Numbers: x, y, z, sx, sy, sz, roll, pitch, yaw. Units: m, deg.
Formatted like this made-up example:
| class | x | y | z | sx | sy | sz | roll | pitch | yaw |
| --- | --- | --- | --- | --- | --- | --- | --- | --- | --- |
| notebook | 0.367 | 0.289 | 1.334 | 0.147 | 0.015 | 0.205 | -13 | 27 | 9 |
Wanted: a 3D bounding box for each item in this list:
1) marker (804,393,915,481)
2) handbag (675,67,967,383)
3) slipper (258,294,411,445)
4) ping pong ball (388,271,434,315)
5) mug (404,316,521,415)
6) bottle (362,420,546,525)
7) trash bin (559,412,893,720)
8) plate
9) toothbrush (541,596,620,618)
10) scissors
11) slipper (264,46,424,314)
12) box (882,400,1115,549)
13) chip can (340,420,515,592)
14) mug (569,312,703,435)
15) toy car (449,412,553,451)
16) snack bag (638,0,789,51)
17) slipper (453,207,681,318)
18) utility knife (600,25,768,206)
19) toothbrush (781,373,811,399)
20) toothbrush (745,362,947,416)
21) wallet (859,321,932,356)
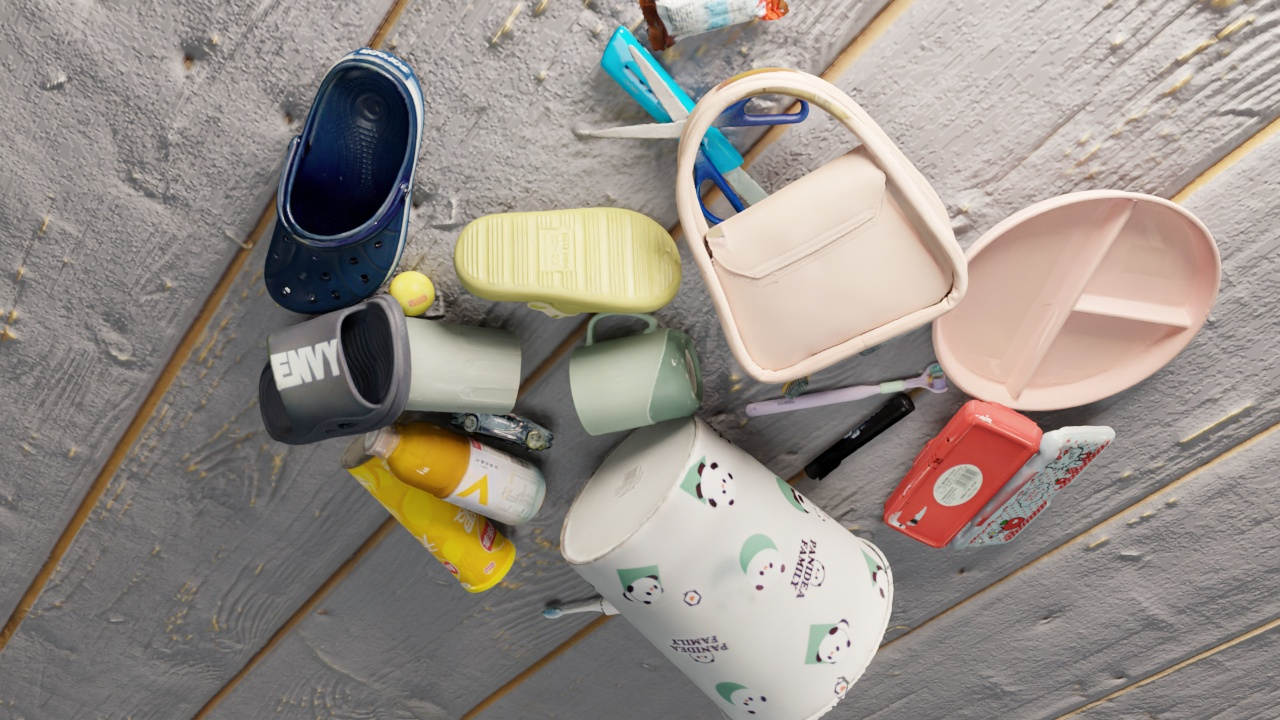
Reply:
| class | x | y | z | sx | sy | sz | roll | pitch | yaw |
| --- | --- | --- | --- | --- | --- | --- | --- | --- | --- |
| marker | 0.215 | 0.078 | 0.904 | 0.022 | 0.020 | 0.132 | 40 | 122 | -10 |
| handbag | 0.122 | -0.112 | 0.710 | 0.194 | 0.093 | 0.234 | -28 | 114 | 20 |
| slipper | -0.296 | 0.022 | 0.820 | 0.269 | 0.083 | 0.110 | -20 | 81 | 43 |
| ping pong ball | -0.207 | -0.060 | 0.829 | 0.040 | 0.040 | 0.040 | 3 | 127 | 4 |
| mug | -0.175 | 0.014 | 0.854 | 0.103 | 0.083 | 0.124 | 5 | 157 | -19 |
| bottle | -0.184 | 0.107 | 0.915 | 0.189 | 0.068 | 0.068 | 29 | 126 | -33 |
| trash bin | 0.074 | 0.194 | 0.890 | 0.252 | 0.229 | 0.230 | 42 | 120 | -18 |
| plate | 0.362 | -0.047 | 0.778 | 0.229 | 0.028 | 0.230 | 1 | 132 | 1 |
| toothbrush | -0.014 | 0.282 | 1.081 | 0.221 | 0.026 | 0.026 | -14 | 146 | 16 |
| scissors | 0.049 | -0.175 | 0.712 | 0.162 | 0.012 | 0.176 | -21 | 124 | 14 |
| slipper | -0.242 | -0.127 | 0.751 | 0.105 | 0.095 | 0.253 | 25 | 122 | -10 |
| box | 0.342 | 0.121 | 0.892 | 0.161 | 0.060 | 0.202 | 13 | 138 | -6 |
| chip can | -0.222 | 0.156 | 0.979 | 0.072 | 0.071 | 0.213 | -23 | 121 | 21 |
| mug | -0.005 | 0.005 | 0.841 | 0.106 | 0.082 | 0.112 | -12 | 94 | 15 |
| toy car | -0.138 | 0.067 | 0.918 | 0.105 | 0.031 | 0.049 | 15 | 167 | -11 |
| snack bag | 0.052 | -0.255 | 0.662 | 0.105 | 0.026 | 0.045 | -10 | 135 | 14 |
| slipper | -0.062 | -0.080 | 0.785 | 0.190 | 0.091 | 0.082 | 3 | 165 | -6 |
| utility knife | 0.041 | -0.183 | 0.724 | 0.034 | 0.018 | 0.191 | -36 | 117 | 28 |
| toothbrush | 0.193 | -0.025 | 0.805 | 0.016 | 0.018 | 0.192 | 32 | 122 | -24 |
| toothbrush | 0.192 | 0.033 | 0.873 | 0.189 | 0.029 | 0.021 | -11 | 163 | 15 |
| wallet | 0.225 | -0.063 | 0.798 | 0.121 | 0.019 | 0.097 | -27 | 122 | 22 |
